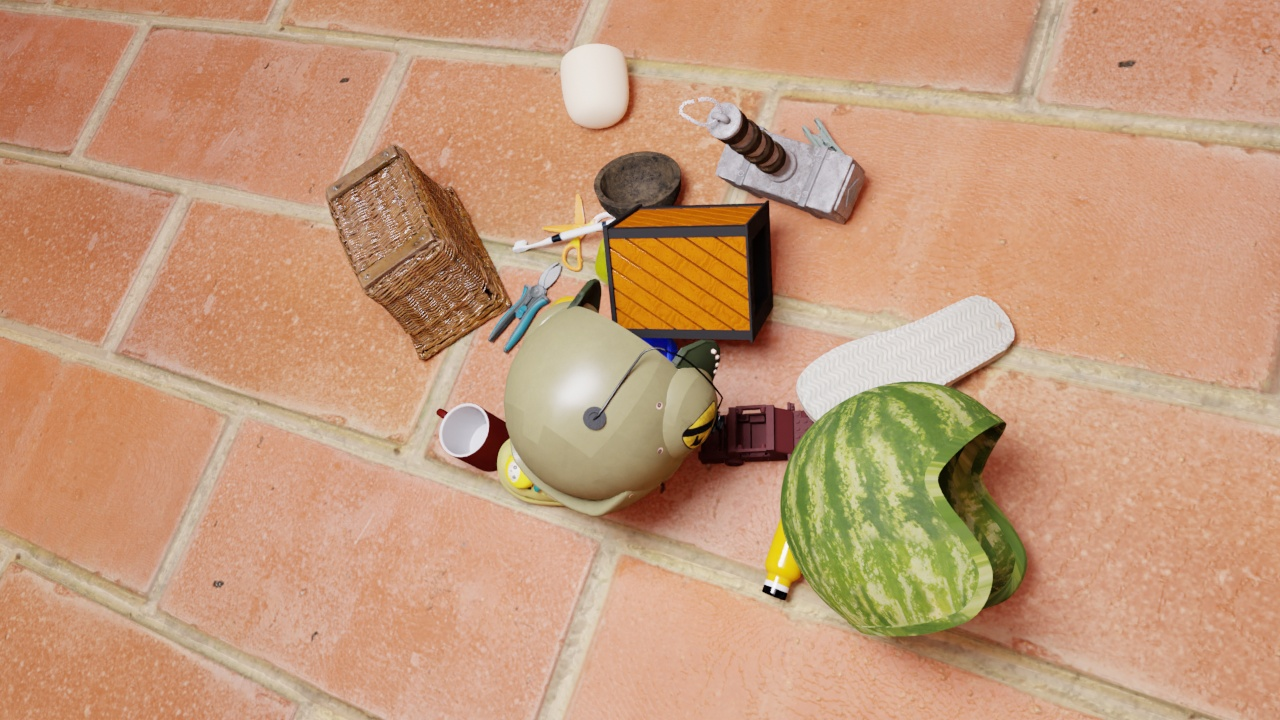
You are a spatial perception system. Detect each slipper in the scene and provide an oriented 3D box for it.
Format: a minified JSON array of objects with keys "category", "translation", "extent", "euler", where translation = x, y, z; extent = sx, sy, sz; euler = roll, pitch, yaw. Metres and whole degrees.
[{"category":"slipper","translation":[-0.103,0.148,1.159],"extent":[0.191,0.081,0.091],"euler":[6,97,19]},{"category":"slipper","translation":[0.309,0.004,1.083],"extent":[0.263,0.052,0.115],"euler":[-24,65,-3]}]

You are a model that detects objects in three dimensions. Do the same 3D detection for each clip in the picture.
[{"category":"clip","translation":[0.246,-0.294,1.235],"extent":[0.044,0.023,0.076],"euler":[-30,65,5]}]

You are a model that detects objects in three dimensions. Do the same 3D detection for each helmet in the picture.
[{"category":"helmet","translation":[0.264,0.149,0.951],"extent":[0.244,0.212,0.247],"euler":[-15,77,33]},{"category":"helmet","translation":[-0.040,0.054,1.041],"extent":[0.250,0.256,0.232],"euler":[30,78,29]}]

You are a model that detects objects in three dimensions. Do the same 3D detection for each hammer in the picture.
[{"category":"hammer","translation":[0.143,-0.250,1.089],"extent":[0.177,0.325,0.079],"euler":[25,98,26]}]

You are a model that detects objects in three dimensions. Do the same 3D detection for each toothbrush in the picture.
[{"category":"toothbrush","translation":[-0.109,-0.179,1.302],"extent":[0.187,0.012,0.017],"euler":[-9,64,34]}]

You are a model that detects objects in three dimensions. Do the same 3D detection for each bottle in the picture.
[{"category":"bottle","translation":[0.177,0.204,1.062],"extent":[0.043,0.043,0.143],"euler":[16,77,24]}]

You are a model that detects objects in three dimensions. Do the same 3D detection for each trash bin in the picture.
[{"category":"trash bin","translation":[0.064,-0.112,1.132],"extent":[0.172,0.139,0.140],"euler":[2,111,18]}]

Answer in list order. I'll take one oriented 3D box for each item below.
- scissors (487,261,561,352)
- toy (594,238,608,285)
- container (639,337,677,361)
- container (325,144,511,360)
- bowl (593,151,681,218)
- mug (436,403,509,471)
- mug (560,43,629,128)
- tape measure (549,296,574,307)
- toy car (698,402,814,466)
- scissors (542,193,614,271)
[{"category":"scissors","translation":[-0.159,-0.073,1.305],"extent":[0.133,0.019,0.145],"euler":[-16,65,12]},{"category":"toy","translation":[-0.007,-0.141,1.254],"extent":[0.110,0.051,0.090],"euler":[10,76,22]},{"category":"container","translation":[-0.007,0.007,1.195],"extent":[0.114,0.058,0.096],"euler":[-6,69,18]},{"category":"container","translation":[-0.329,-0.166,1.306],"extent":[0.162,0.183,0.249],"euler":[-32,63,4]},{"category":"bowl","translation":[0.000,-0.231,1.278],"extent":[0.121,0.056,0.121],"euler":[-6,49,7]},{"category":"mug","translation":[-0.228,0.096,1.229],"extent":[0.106,0.082,0.073],"euler":[29,82,27]},{"category":"mug","translation":[-0.072,-0.391,1.354],"extent":[0.120,0.096,0.099],"euler":[-21,71,53]},{"category":"tape measure","translation":[-0.100,-0.056,1.269],"extent":[0.059,0.030,0.068],"euler":[19,76,25]},{"category":"toy car","translation":[0.151,0.088,1.104],"extent":[0.170,0.062,0.070],"euler":[-5,69,19]},{"category":"scissors","translation":[-0.083,-0.188,1.322],"extent":[0.131,0.011,0.125],"euler":[-10,69,15]}]
